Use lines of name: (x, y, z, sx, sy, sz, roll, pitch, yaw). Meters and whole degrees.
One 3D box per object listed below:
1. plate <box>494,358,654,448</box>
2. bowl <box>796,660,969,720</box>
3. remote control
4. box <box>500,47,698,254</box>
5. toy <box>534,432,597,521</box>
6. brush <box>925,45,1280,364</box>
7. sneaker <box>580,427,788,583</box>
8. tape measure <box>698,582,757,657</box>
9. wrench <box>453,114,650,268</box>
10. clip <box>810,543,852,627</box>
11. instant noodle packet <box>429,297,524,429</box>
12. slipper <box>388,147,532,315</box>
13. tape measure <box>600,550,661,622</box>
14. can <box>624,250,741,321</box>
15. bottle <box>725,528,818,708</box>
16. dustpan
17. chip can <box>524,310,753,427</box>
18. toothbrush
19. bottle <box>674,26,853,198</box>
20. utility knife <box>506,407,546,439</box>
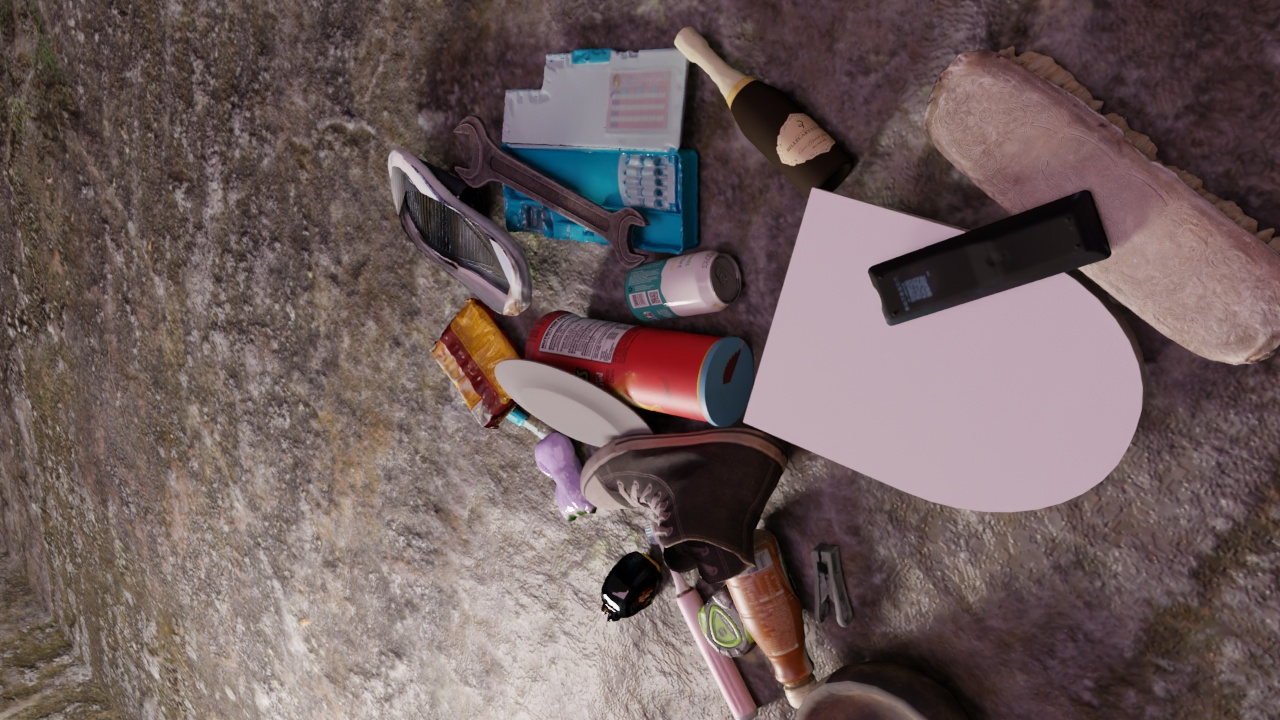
plate: (-0.068, 0.053, 0.914, 0.178, 0.012, 0.179, 22, 157, 10)
bowl: (0.223, 0.337, 0.806, 0.162, 0.070, 0.162, 15, 114, 36)
remote control: (0.225, -0.064, 0.608, 0.151, 0.022, 0.047, -20, 92, 36)
box: (-0.046, -0.201, 0.867, 0.227, 0.039, 0.182, 13, 112, 37)
toy: (-0.084, 0.129, 1.019, 0.080, 0.036, 0.099, -32, 80, 53)
brush: (0.302, -0.105, 0.592, 0.271, 0.056, 0.083, 46, 133, 19)
sneaker: (0.022, 0.140, 0.861, 0.235, 0.119, 0.095, -7, 138, 37)
tape measure: (0.092, 0.261, 0.916, 0.059, 0.035, 0.065, -47, 70, 30)
wrench: (-0.093, -0.165, 0.889, 0.273, 0.010, 0.070, 32, 121, 29)
clip: (0.173, 0.205, 0.836, 0.037, 0.023, 0.075, 0, 103, 42)
instant noodle packet: (-0.176, 0.005, 1.043, 0.099, 0.039, 0.135, -46, 74, 29)
slipper: (-0.188, -0.144, 0.987, 0.264, 0.063, 0.111, 40, 140, 35)
tape measure: (-0.010, 0.237, 0.971, 0.042, 0.071, 0.072, 38, 120, 29)
can: (0.037, -0.067, 0.832, 0.102, 0.054, 0.055, -6, 101, 41)
bottle: (0.126, 0.244, 0.863, 0.059, 0.059, 0.167, -20, 93, 43)
dustpan: (0.225, 0.002, 0.672, 0.258, 0.053, 0.192, 23, 109, 26)
chip can: (-0.005, 0.005, 0.873, 0.214, 0.086, 0.087, 10, 111, 37)
toothbrush: (0.060, 0.268, 0.951, 0.027, 0.027, 0.222, -31, 83, 40)
bottle: (0.093, -0.206, 0.742, 0.184, 0.045, 0.046, 49, 130, 16)
utility knife: (-0.158, 0.054, 1.069, 0.141, 0.015, 0.022, 29, 126, 27)
